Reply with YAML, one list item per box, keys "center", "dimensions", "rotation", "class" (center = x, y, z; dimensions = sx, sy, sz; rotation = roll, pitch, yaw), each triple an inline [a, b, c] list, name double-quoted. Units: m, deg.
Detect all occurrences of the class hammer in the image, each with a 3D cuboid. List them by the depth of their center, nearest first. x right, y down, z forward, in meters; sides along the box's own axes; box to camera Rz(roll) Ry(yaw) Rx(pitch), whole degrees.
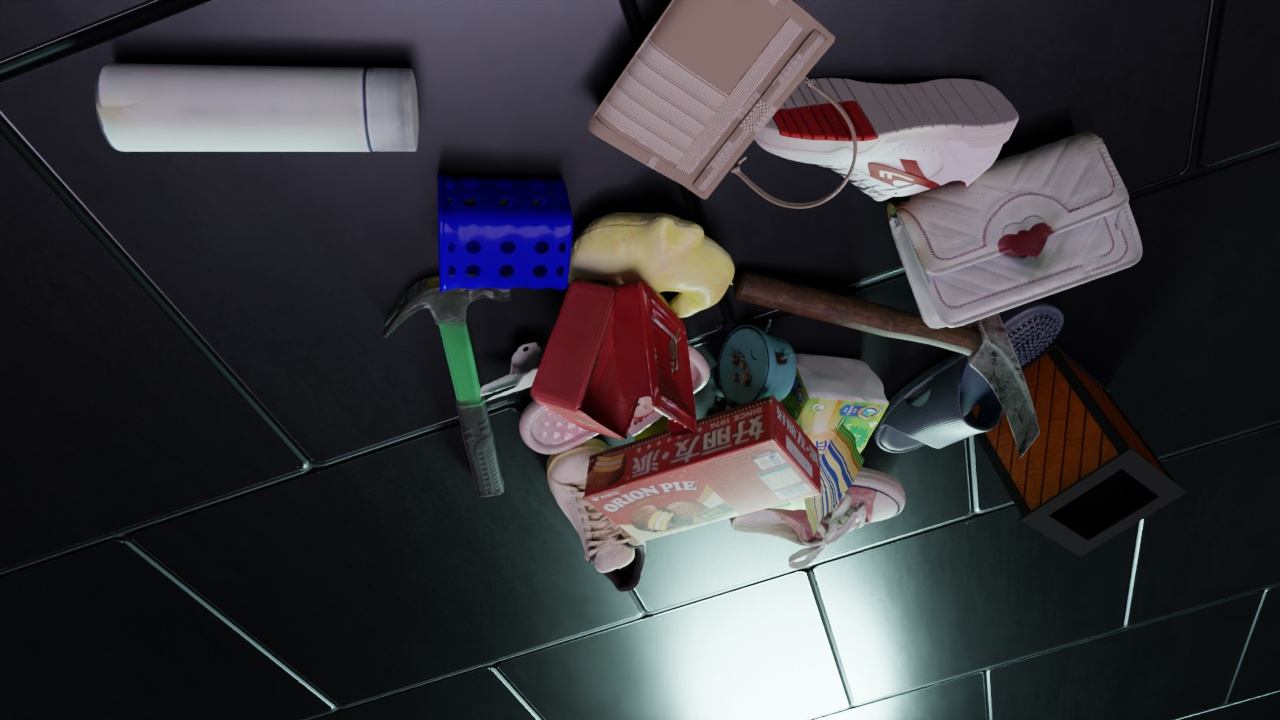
- center: [0.241, -0.020, 0.926]
  dimensions: [0.300, 0.217, 0.037]
  rotation: [13, 129, -7]
  class: "hammer"
- center: [-0.185, 0.039, 0.987]
  dimensions: [0.130, 0.032, 0.319]
  rotation: [-8, 134, -5]
  class: "hammer"

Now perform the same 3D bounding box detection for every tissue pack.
- center: [0.203, 0.109, 1.055]
  dimensions: [0.120, 0.141, 0.198]
  rotation: [0, 132, -12]
  class: "tissue pack"

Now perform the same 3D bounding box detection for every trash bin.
- center: [0.509, 0.107, 1.096]
  dimensions: [0.139, 0.171, 0.140]
  rotation: [29, 121, -32]
  class: "trash bin"

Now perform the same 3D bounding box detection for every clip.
- center: [-0.118, 0.007, 0.954]
  dimensions: [0.101, 0.043, 0.054]
  rotation: [-19, 152, -32]
  class: "clip"

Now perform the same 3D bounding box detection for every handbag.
- center: [0.088, -0.202, 0.741]
  dimensions: [0.198, 0.062, 0.176]
  rotation: [38, 120, -5]
  class: "handbag"
- center: [0.355, -0.124, 0.881]
  dimensions: [0.199, 0.096, 0.142]
  rotation: [-21, 91, 8]
  class: "handbag"

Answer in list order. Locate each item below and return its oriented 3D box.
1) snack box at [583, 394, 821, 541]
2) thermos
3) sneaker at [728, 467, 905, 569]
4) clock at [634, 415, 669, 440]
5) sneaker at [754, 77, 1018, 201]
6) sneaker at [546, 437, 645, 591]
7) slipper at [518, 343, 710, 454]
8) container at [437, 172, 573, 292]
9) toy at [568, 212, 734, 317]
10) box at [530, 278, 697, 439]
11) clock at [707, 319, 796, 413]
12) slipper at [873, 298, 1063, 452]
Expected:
- center: [0.065, 0.123, 0.995]
  dimensions: [0.237, 0.060, 0.113]
  rotation: [-21, 133, 28]
  class: "snack box"
- center: [-0.292, -0.197, 0.720]
  dimensions: [0.230, 0.067, 0.068]
  rotation: [-2, 133, -11]
  class: "thermos"
- center: [0.233, 0.201, 1.184]
  dimensions: [0.241, 0.087, 0.118]
  rotation: [-4, 133, -7]
  class: "sneaker"
- center: [0.045, 0.103, 1.074]
  dimensions: [0.119, 0.057, 0.083]
  rotation: [16, 128, -23]
  class: "clock"
- center: [0.209, -0.188, 0.828]
  dimensions: [0.236, 0.090, 0.104]
  rotation: [-6, 140, -11]
  class: "sneaker"
- center: [-0.050, 0.198, 1.112]
  dimensions: [0.089, 0.102, 0.242]
  rotation: [-17, 133, 4]
  class: "sneaker"
- center: [-0.031, 0.042, 1.002]
  dimensions: [0.222, 0.055, 0.107]
  rotation: [-25, 131, 8]
  class: "slipper"
- center: [-0.123, -0.114, 0.821]
  dimensions: [0.113, 0.084, 0.085]
  rotation: [-1, 131, -12]
  class: "container"
- center: [0.014, -0.091, 0.882]
  dimensions: [0.170, 0.064, 0.155]
  rotation: [11, 149, -16]
  class: "toy"
- center: [-0.026, 0.002, 0.883]
  dimensions: [0.127, 0.137, 0.157]
  rotation: [-6, 163, 18]
  class: "box"
- center: [0.118, 0.019, 0.993]
  dimensions: [0.053, 0.090, 0.124]
  rotation: [7, 131, -30]
  class: "clock"
- center: [0.393, 0.041, 1.075]
  dimensions: [0.101, 0.082, 0.264]
  rotation: [23, 124, -32]
  class: "slipper"
